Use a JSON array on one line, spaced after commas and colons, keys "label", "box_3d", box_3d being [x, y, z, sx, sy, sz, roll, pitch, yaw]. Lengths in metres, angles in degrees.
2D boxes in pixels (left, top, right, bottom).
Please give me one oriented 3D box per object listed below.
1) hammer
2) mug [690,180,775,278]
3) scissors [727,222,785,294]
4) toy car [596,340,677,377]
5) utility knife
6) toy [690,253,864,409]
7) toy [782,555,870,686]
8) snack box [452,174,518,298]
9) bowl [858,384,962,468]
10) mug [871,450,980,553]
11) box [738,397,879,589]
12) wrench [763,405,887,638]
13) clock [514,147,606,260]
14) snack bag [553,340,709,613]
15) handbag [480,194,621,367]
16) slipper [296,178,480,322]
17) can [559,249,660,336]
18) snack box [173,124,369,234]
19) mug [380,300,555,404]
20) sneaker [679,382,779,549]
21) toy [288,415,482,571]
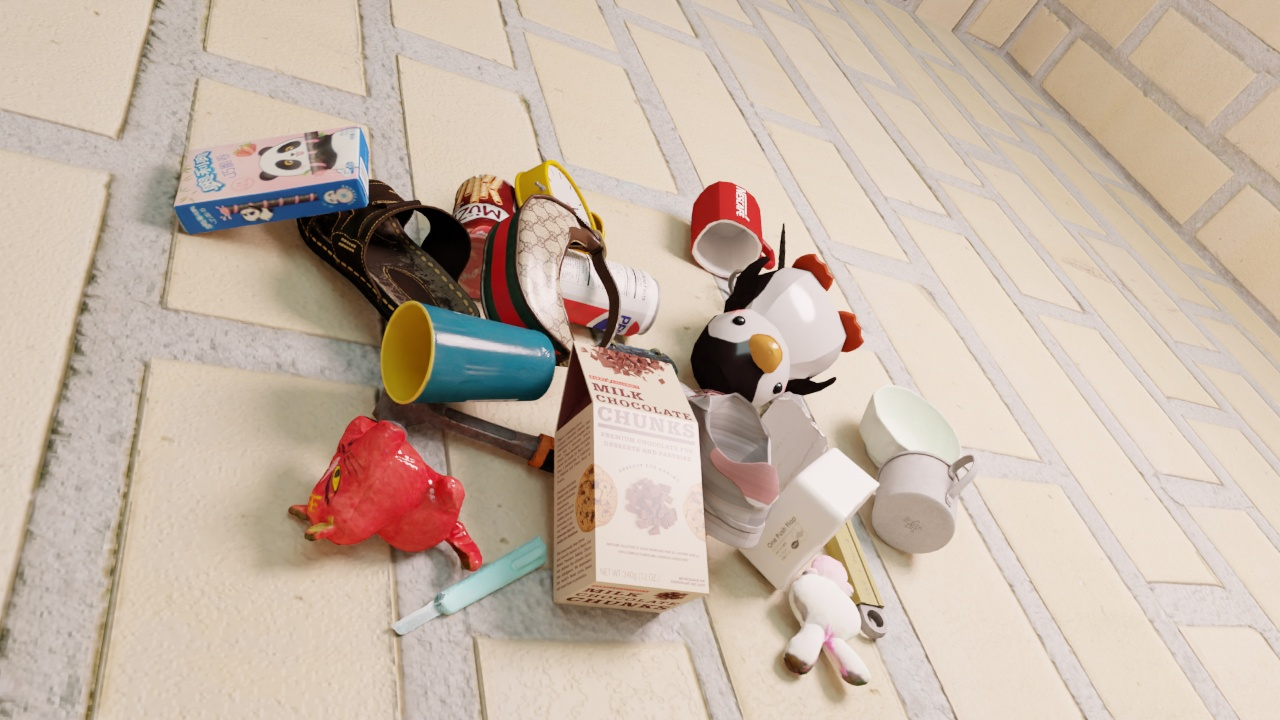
[{"label": "hammer", "box_3d": [-0.067, 0.074, 0.781, 0.314, 0.035, 0.137, 22, 36, -18]}, {"label": "mug", "box_3d": [0.122, -0.159, 1.164, 0.116, 0.081, 0.096, 29, 35, -18]}, {"label": "scissors", "box_3d": [0.159, -0.078, 1.063, 0.012, 0.171, 0.157, -27, 104, -29]}, {"label": "toy car", "box_3d": [-0.005, 0.005, 0.914, 0.089, 0.027, 0.038, 11, 39, -28]}, {"label": "utility knife", "box_3d": [-0.117, 0.161, 0.654, 0.140, 0.015, 0.022, -21, 81, -49]}, {"label": "toy", "box_3d": [0.121, -0.012, 0.976, 0.183, 0.140, 0.159, -34, 96, -40]}, {"label": "toy", "box_3d": [0.158, 0.219, 0.783, 0.079, 0.038, 0.122, 27, 43, -10]}, {"label": "snack box", "box_3d": [-0.157, -0.125, 0.911, 0.072, 0.072, 0.121, 20, 37, -19]}, {"label": "bowl", "box_3d": [0.291, 0.090, 1.019, 0.117, 0.061, 0.117, 21, 37, -17]}, {"label": "mug", "box_3d": [0.288, 0.136, 0.919, 0.084, 0.113, 0.070, 46, 36, -10]}, {"label": "box", "box_3d": [0.137, 0.106, 0.840, 0.132, 0.107, 0.151, 45, 34, 15]}, {"label": "wrench", "box_3d": [0.182, 0.148, 0.902, 0.083, 0.018, 0.273, 14, 40, -25]}, {"label": "clock", "box_3d": [-0.079, -0.146, 0.980, 0.152, 0.052, 0.113, 54, 21, -37]}, {"label": "snack bag", "box_3d": [-0.011, 0.085, 0.726, 0.094, 0.070, 0.206, 13, 59, -27]}, {"label": "handbag", "box_3d": [-0.075, -0.072, 0.840, 0.138, 0.063, 0.166, 29, 48, -39]}, {"label": "slipper", "box_3d": [-0.223, -0.111, 0.818, 0.112, 0.076, 0.268, -6, 40, -42]}, {"label": "can", "box_3d": [-0.052, -0.070, 0.929, 0.132, 0.070, 0.070, 14, 40, -26]}, {"label": "snack box", "box_3d": [-0.317, -0.159, 0.798, 0.154, 0.033, 0.087, -10, 46, -6]}, {"label": "mug", "box_3d": [-0.131, 0.000, 0.724, 0.121, 0.078, 0.078, 8, 42, -43]}, {"label": "sneaker", "box_3d": [0.066, 0.062, 0.809, 0.099, 0.090, 0.236, 24, 19, -26]}, {"label": "toy", "box_3d": [-0.174, 0.112, 0.644, 0.133, 0.088, 0.093, 45, 66, -17]}]
